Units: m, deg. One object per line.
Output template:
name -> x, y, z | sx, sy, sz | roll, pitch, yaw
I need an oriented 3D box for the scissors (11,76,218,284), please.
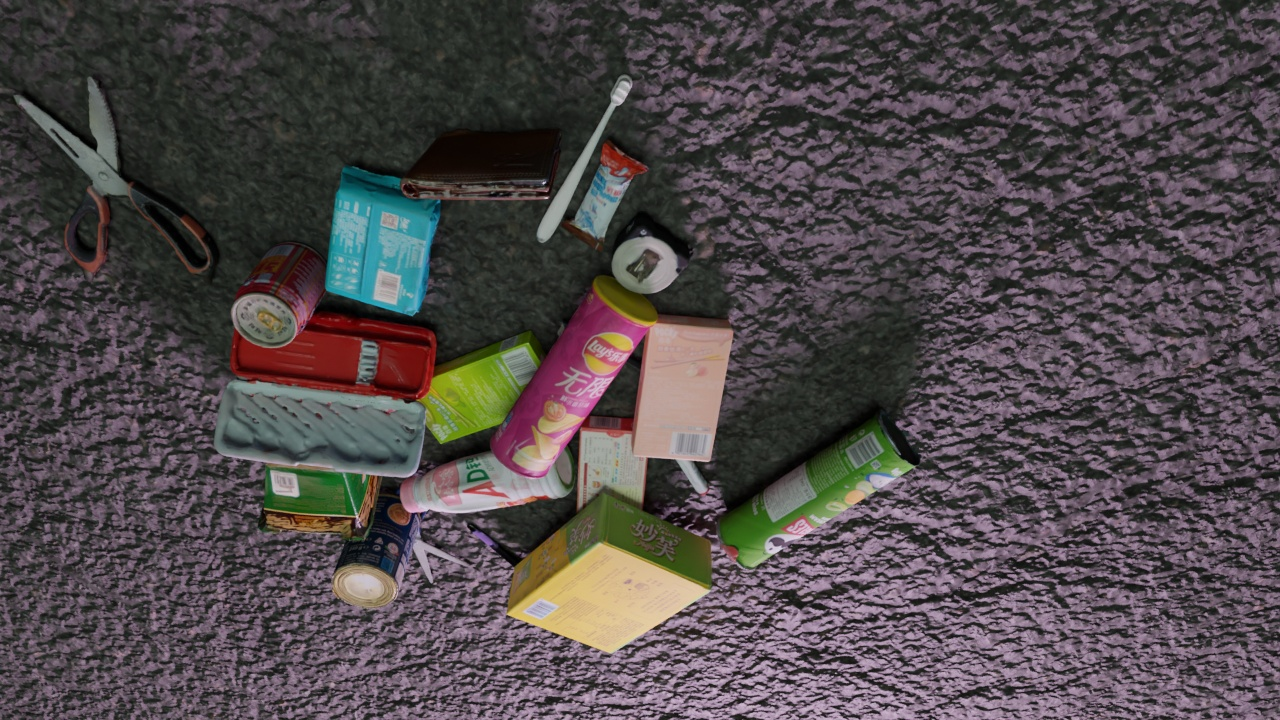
scissors -> -0.487, -0.153, 0.858 | 0.189, 0.015, 0.226 | 19, 125, -11

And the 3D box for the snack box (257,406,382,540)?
snack box -> -0.342, 0.113, 0.972 | 0.118, 0.117, 0.106 | 5, 140, -6

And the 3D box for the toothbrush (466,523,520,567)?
toothbrush -> -0.150, 0.262, 1.149 | 0.014, 0.016, 0.189 | -33, 117, 24

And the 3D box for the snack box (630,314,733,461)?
snack box -> 0.041, 0.030, 0.943 | 0.084, 0.026, 0.157 | 5, 116, -6

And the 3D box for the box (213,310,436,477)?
box -> -0.313, 0.031, 0.922 | 0.201, 0.039, 0.158 | 8, 87, -4

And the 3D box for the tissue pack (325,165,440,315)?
tissue pack -> -0.240, -0.112, 0.856 | 0.093, 0.050, 0.134 | 16, 125, -7

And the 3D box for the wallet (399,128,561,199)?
wallet -> -0.131, -0.166, 0.780 | 0.124, 0.101, 0.032 | -1, 124, 3

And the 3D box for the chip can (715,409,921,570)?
chip can -> 0.192, 0.146, 1.014 | 0.072, 0.072, 0.237 | 39, 119, -23

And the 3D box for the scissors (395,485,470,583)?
scissors -> -0.283, 0.212, 1.121 | 0.162, 0.012, 0.175 | 11, 127, -7

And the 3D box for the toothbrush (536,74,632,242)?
toothbrush -> -0.053, -0.175, 0.822 | 0.016, 0.016, 0.181 | 26, 124, -13

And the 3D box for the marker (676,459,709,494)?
marker -> 0.040, 0.098, 1.018 | 0.017, 0.017, 0.145 | -22, 123, 17

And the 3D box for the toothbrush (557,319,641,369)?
toothbrush -> -0.006, 0.006, 0.953 | 0.181, 0.015, 0.018 | 27, 104, -17

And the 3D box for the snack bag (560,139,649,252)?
snack bag -> -0.034, -0.148, 0.835 | 0.048, 0.026, 0.104 | 32, 122, -5

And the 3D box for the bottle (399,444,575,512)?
bottle -> -0.174, 0.134, 1.028 | 0.197, 0.068, 0.068 | -12, 125, 16

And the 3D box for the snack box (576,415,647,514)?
snack box -> -0.032, 0.131, 1.040 | 0.077, 0.027, 0.156 | 4, 127, -1

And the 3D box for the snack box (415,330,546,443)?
snack box -> -0.166, 0.031, 0.972 | 0.156, 0.026, 0.086 | -20, 123, 16

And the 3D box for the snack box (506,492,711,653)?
snack box -> -0.038, 0.257, 1.084 | 0.157, 0.069, 0.211 | 28, 131, -22

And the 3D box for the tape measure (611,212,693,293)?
tape measure -> 0.006, -0.097, 0.867 | 0.065, 0.033, 0.066 | 32, 121, -18

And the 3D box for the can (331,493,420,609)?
can -> -0.301, 0.218, 1.047 | 0.075, 0.111, 0.075 | 1, 126, 2

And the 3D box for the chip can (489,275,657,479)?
chip can -> -0.069, 0.020, 0.907 | 0.071, 0.071, 0.211 | 28, 113, -17

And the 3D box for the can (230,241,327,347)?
can -> -0.340, -0.062, 0.870 | 0.066, 0.093, 0.067 | 1, 126, 1
